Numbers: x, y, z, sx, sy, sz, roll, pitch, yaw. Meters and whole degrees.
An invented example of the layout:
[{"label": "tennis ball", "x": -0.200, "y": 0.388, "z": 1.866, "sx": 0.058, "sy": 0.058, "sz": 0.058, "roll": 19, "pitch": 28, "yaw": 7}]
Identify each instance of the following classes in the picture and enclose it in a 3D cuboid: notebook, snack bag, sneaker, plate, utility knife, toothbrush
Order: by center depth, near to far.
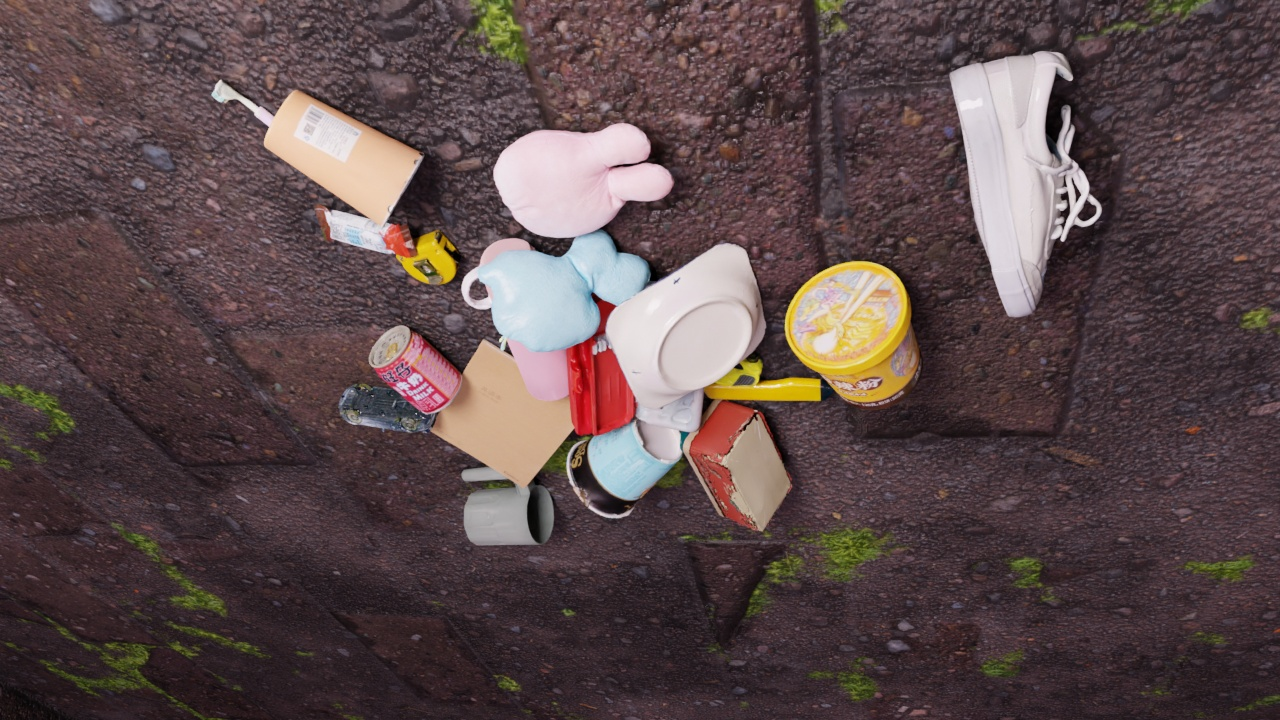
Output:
[{"label": "sneaker", "x": 0.320, "y": -0.141, "z": 0.752, "sx": 0.091, "sy": 0.089, "sz": 0.242, "roll": -12, "pitch": 130, "yaw": 19}, {"label": "toothbrush", "x": -0.314, "y": -0.195, "z": 0.865, "sx": 0.189, "sy": 0.029, "sz": 0.020, "roll": 38, "pitch": 93, "yaw": -33}, {"label": "plate", "x": 0.056, "y": -0.023, "z": 0.920, "sx": 0.163, "sy": 0.034, "sz": 0.164, "roll": -32, "pitch": 136, "yaw": -6}, {"label": "snack bag", "x": -0.278, "y": -0.129, "z": 0.922, "sx": 0.104, "sy": 0.026, "sz": 0.048, "roll": 14, "pitch": 139, "yaw": 16}, {"label": "utility knife", "x": 0.145, "y": 0.032, "z": 1.050, "sx": 0.154, "sy": 0.015, "sz": 0.033, "roll": 1, "pitch": 134, "yaw": 12}, {"label": "notebook", "x": -0.168, "y": 0.072, "z": 1.143, "sx": 0.149, "sy": 0.012, "sz": 0.212, "roll": 32, "pitch": 136, "yaw": -8}]

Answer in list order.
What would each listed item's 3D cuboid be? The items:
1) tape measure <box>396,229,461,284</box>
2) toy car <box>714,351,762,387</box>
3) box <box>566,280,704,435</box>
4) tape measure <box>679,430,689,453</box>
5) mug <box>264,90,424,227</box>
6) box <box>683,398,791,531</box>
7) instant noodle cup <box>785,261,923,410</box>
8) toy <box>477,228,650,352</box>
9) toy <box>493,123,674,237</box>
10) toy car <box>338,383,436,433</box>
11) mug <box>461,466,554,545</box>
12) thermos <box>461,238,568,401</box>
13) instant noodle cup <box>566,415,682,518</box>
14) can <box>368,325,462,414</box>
[{"label": "tape measure", "x": -0.217, "y": -0.102, "z": 0.949, "sx": 0.060, "sy": 0.028, "sz": 0.057, "roll": -14, "pitch": 136, "yaw": 27}, {"label": "toy car", "x": 0.083, "y": 0.003, "z": 1.015, "sx": 0.105, "sy": 0.032, "sz": 0.048, "roll": 19, "pitch": 141, "yaw": -10}, {"label": "box", "x": -0.005, "y": 0.000, "z": 0.995, "sx": 0.160, "sy": 0.065, "sz": 0.201, "roll": -3, "pitch": 132, "yaw": -4}, {"label": "tape measure", "x": 0.065, "y": 0.095, "z": 1.112, "sx": 0.025, "sy": 0.058, "sz": 0.054, "roll": -11, "pitch": 141, "yaw": 24}, {"label": "mug", "x": -0.267, "y": -0.184, "z": 0.825, "sx": 0.122, "sy": 0.078, "sz": 0.078, "roll": 30, "pitch": 137, "yaw": -17}, {"label": "box", "x": 0.125, "y": 0.131, "z": 1.100, "sx": 0.078, "sy": 0.091, "sz": 0.168, "roll": 19, "pitch": 152, "yaw": 38}, {"label": "instant noodle cup", "x": 0.217, "y": -0.018, "z": 0.902, "sx": 0.119, "sy": 0.118, "sz": 0.114, "roll": -13, "pitch": 144, "yaw": 25}, {"label": "toy", "x": -0.073, "y": -0.063, "z": 0.881, "sx": 0.161, "sy": 0.156, "sz": 0.050, "roll": 36, "pitch": 162, "yaw": -16}, {"label": "toy", "x": -0.052, "y": -0.161, "z": 0.822, "sx": 0.160, "sy": 0.054, "sz": 0.121, "roll": -10, "pitch": 145, "yaw": 23}, {"label": "toy car", "x": -0.317, "y": 0.062, "z": 1.152, "sx": 0.120, "sy": 0.054, "sz": 0.037, "roll": 9, "pitch": 140, "yaw": 2}, {"label": "mug", "x": -0.191, "y": 0.202, "z": 1.291, "sx": 0.103, "sy": 0.083, "sz": 0.124, "roll": -7, "pitch": 112, "yaw": 21}, {"label": "thermos", "x": -0.124, "y": -0.036, "z": 0.972, "sx": 0.087, "sy": 0.067, "sz": 0.199, "roll": -29, "pitch": 141, "yaw": -10}, {"label": "instant noodle cup", "x": -0.013, "y": 0.120, "z": 1.128, "sx": 0.111, "sy": 0.111, "sz": 0.121, "roll": 30, "pitch": 131, "yaw": -24}, {"label": "can", "x": -0.262, "y": 0.010, "z": 1.067, "sx": 0.067, "sy": 0.066, "sz": 0.094, "roll": -15, "pitch": 135, "yaw": 28}]
